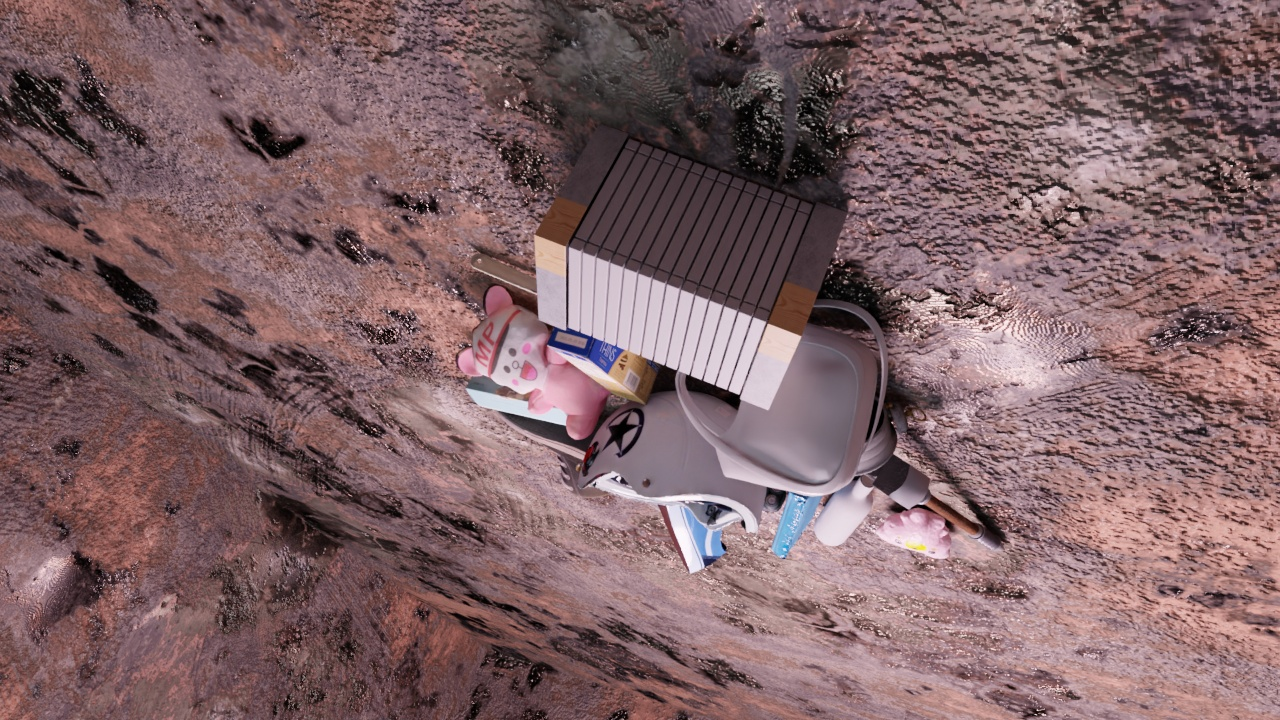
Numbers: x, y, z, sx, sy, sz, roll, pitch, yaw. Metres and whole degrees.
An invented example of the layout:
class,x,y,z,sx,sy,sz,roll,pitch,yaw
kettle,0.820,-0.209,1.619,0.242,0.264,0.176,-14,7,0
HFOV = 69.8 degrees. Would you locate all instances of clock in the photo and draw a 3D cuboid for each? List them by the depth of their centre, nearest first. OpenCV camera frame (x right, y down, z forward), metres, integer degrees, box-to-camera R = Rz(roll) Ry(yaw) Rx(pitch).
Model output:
class,x,y,z,sx,sy,sz,roll,pitch,yaw
clock,0.252,0.078,1.050,0.148,0.103,0.056,-15,130,9

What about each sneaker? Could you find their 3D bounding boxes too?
class,x,y,z,sx,sy,sz,roll,pitch,yaw
sneaker,-0.125,0.122,1.402,0.235,0.095,0.120,25,140,-2
sneaker,0.081,0.221,1.432,0.083,0.098,0.241,51,164,56

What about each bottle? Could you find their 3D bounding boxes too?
class,x,y,z,sx,sy,sz,roll,pitch,yaw
bottle,0.287,0.201,1.267,0.052,0.052,0.196,21,152,8

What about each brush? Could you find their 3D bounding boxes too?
class,x,y,z,sx,sy,sz,roll,pitch,yaw
brush,-0.112,-0.084,1.127,0.218,0.033,0.012,23,152,7

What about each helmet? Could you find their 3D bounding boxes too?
class,x,y,z,sx,sy,sz,roll,pitch,yaw
helmet,0.047,0.123,1.210,0.236,0.163,0.265,23,164,-27

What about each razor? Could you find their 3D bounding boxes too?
class,x,y,z,sx,sy,sz,roll,pitch,yaw
razor,0.166,0.208,1.366,0.052,0.047,0.143,32,154,-12

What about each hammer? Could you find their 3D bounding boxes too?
class,x,y,z,sx,sy,sz,roll,pitch,yaw
hammer,0.374,0.183,1.151,0.322,0.043,0.156,32,-176,-32

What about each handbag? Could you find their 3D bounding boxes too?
class,x,y,z,sx,sy,sz,roll,pitch,yaw
handbag,0.142,0.030,1.002,0.223,0.216,0.095,15,-171,30

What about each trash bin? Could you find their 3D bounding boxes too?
class,x,y,z,sx,sy,sz,roll,pitch,yaw
trash bin,0.042,-0.087,0.874,0.247,0.142,0.143,21,152,7

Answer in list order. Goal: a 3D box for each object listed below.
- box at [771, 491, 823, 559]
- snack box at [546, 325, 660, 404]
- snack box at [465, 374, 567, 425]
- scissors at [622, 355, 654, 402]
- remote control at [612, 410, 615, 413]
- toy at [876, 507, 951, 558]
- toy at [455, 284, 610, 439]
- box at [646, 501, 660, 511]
class,x,y,z,sx,sy,sz,roll,pitch,yaw
box,0.226,0.198,1.271,0.048,0.092,0.232,20,151,12
snack box,-0.037,-0.006,1.063,0.056,0.057,0.206,18,170,23
snack box,-0.161,0.038,1.328,0.175,0.074,0.053,11,149,26
scissors,-0.012,0.006,1.215,0.162,0.016,0.226,9,148,29
remote control,0.010,0.117,1.387,0.136,0.015,0.032,42,148,-26
toy,0.381,0.232,1.246,0.102,0.050,0.093,19,147,6
toy,-0.134,0.004,1.215,0.213,0.084,0.142,28,124,2
box,0.020,0.191,1.485,0.209,0.038,0.130,31,139,-13
